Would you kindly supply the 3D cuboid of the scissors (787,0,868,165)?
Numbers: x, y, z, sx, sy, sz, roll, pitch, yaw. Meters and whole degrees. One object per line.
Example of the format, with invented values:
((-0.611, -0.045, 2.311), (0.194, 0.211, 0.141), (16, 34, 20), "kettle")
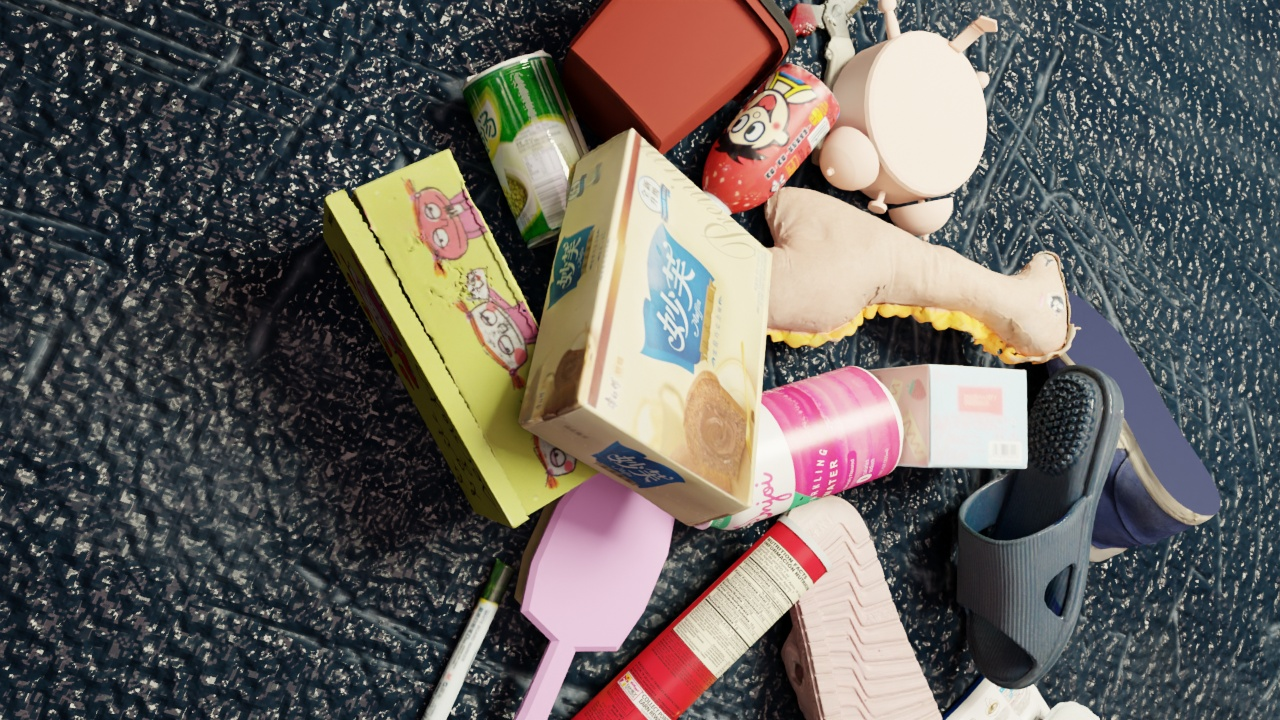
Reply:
((0.142, -0.251, 0.751), (0.196, 0.015, 0.179), (-17, 93, -20), "scissors")

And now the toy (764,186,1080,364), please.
((0.203, -0.038, 0.716), (0.264, 0.065, 0.196), (25, 81, -3), "toy")

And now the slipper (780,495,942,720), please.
((0.156, 0.224, 0.705), (0.094, 0.065, 0.239), (-10, 73, -18), "slipper")

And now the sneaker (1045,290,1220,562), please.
((0.381, 0.061, 0.801), (0.091, 0.119, 0.232), (-3, 54, -28), "sneaker")

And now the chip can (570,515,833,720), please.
((0.042, 0.202, 0.652), (0.214, 0.052, 0.052), (-42, 101, -8), "chip can")

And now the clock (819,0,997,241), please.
((0.222, -0.193, 0.737), (0.131, 0.086, 0.160), (26, 85, -26), "clock")

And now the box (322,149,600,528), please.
((-0.115, -0.008, 0.587), (0.082, 0.124, 0.221), (-27, 98, -20), "box")

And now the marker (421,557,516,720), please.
((-0.123, 0.206, 0.626), (0.017, 0.017, 0.146), (29, 78, -17), "marker")

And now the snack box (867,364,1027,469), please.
((0.236, 0.045, 0.726), (0.093, 0.095, 0.079), (3, 85, -20), "snack box")

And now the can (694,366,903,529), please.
((0.107, 0.064, 0.680), (0.165, 0.088, 0.088), (-15, 92, -20), "can")

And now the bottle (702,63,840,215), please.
((0.086, -0.154, 0.698), (0.062, 0.062, 0.137), (40, 89, -14), "bottle")

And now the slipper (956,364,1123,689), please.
((0.297, 0.125, 0.727), (0.082, 0.101, 0.263), (15, 93, -20), "slipper")

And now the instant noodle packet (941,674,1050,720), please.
((0.288, 0.318, 0.766), (0.134, 0.026, 0.087), (-37, 100, -18), "instant noodle packet")

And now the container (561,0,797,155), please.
((0.043, -0.241, 0.639), (0.127, 0.148, 0.200), (44, 85, -6), "container")

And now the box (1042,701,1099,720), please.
((0.324, 0.395, 0.751), (0.210, 0.106, 0.130), (-39, 69, -15), "box")

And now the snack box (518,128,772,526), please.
((0.014, -0.021, 0.586), (0.153, 0.055, 0.207), (35, 50, -35), "snack box")

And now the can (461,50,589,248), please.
((-0.071, -0.146, 0.638), (0.067, 0.067, 0.121), (-24, 96, -20), "can")

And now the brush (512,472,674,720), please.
((-0.053, 0.183, 0.638), (0.089, 0.043, 0.228), (27, 78, -17), "brush")
